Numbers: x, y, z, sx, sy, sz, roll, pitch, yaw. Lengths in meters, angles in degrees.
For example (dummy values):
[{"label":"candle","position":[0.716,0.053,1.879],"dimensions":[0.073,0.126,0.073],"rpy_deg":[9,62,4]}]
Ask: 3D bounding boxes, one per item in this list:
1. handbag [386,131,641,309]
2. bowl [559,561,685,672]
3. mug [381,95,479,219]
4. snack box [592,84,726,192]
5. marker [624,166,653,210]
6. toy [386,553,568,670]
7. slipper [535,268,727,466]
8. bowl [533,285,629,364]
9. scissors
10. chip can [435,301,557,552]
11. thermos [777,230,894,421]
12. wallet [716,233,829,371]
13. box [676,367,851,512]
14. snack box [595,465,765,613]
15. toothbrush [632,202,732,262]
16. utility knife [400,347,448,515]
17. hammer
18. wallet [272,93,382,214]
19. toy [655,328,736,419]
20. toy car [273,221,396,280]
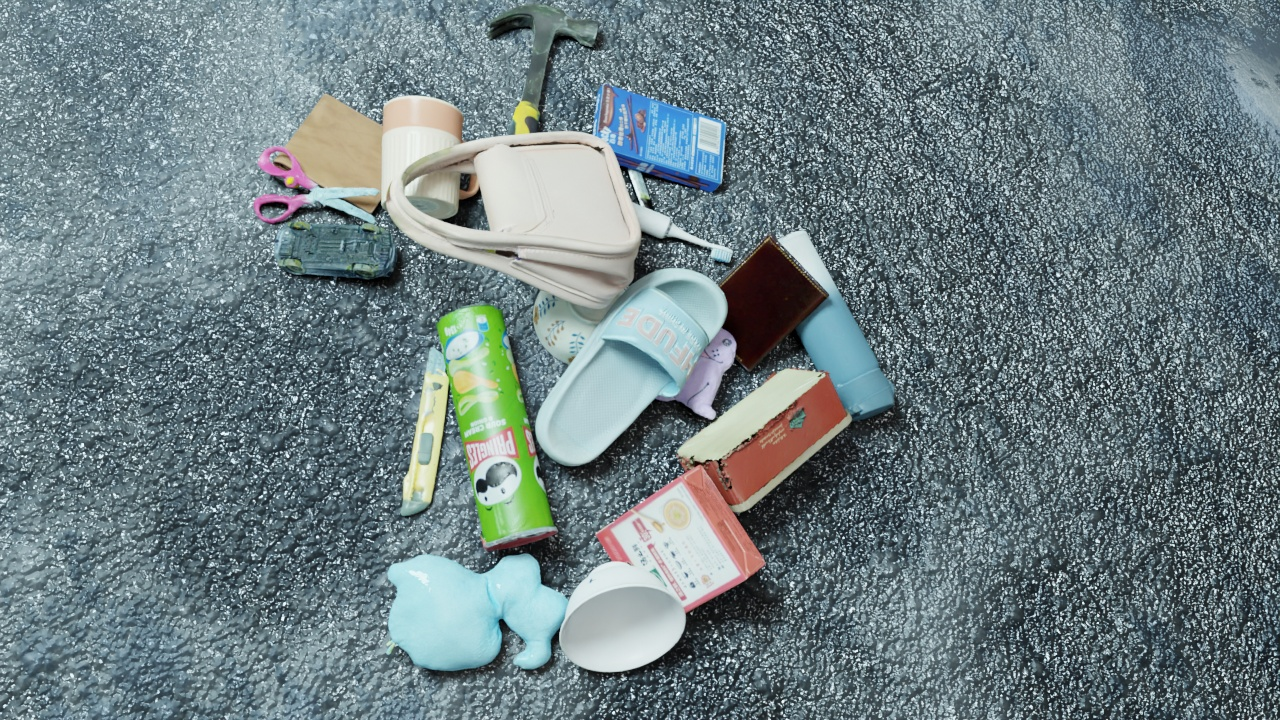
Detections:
[{"label":"handbag","position":[-0.126,-0.148,0.892],"dimensions":[0.233,0.094,0.193],"rpy_deg":[3,45,-25]},{"label":"bowl","position":[-0.022,0.230,0.867],"dimensions":[0.118,0.118,0.064],"rpy_deg":[0,35,-14]},{"label":"mug","position":[-0.218,-0.207,0.970],"dimensions":[0.114,0.082,0.105],"rpy_deg":[11,76,-47]},{"label":"snack box","position":[0.022,-0.256,1.058],"dimensions":[0.157,0.026,0.084],"rpy_deg":[13,69,-19]},{"label":"marker","position":[-0.010,-0.223,1.059],"dimensions":[0.018,0.015,0.124],"rpy_deg":[-16,79,-17]},{"label":"toy","position":[-0.157,0.234,0.849],"dimensions":[0.156,0.050,0.161],"rpy_deg":[-38,92,-22]},{"label":"slipper","position":[-0.005,0.005,0.912],"dimensions":[0.245,0.074,0.104],"rpy_deg":[-48,113,-12]},{"label":"bowl","position":[-0.053,-0.054,0.966],"dimensions":[0.113,0.062,0.113],"rpy_deg":[4,72,-13]},{"label":"scissors","position":[-0.337,-0.163,0.946],"dimensions":[0.137,0.017,0.096],"rpy_deg":[26,93,-3]},{"label":"chip can","position":[-0.144,0.063,0.898],"dimensions":[0.072,0.072,0.236],"rpy_deg":[-11,74,-17]},{"label":"thermos","position":[0.208,-0.036,1.021],"dimensions":[0.070,0.070,0.220],"rpy_deg":[-23,79,-20]},{"label":"wallet","position":[0.129,-0.063,1.000],"dimensions":[0.122,0.020,0.096],"rpy_deg":[-45,80,15]},{"label":"box","position":[0.122,0.071,0.941],"dimensions":[0.168,0.091,0.079],"rpy_deg":[-35,108,-22]},{"label":"snack box","position":[0.037,0.182,0.893],"dimensions":[0.113,0.127,0.044],"rpy_deg":[57,33,8]},{"label":"toothbrush","position":[0.002,-0.159,1.033],"dimensions":[0.221,0.027,0.026],"rpy_deg":[21,81,-6]},{"label":"utility knife","position":[-0.213,0.070,0.914],"dimensions":[0.031,0.019,0.172],"rpy_deg":[10,65,-16]},{"label":"hammer","position":[-0.133,-0.266,1.035],"dimensions":[0.126,0.032,0.322],"rpy_deg":[12,70,-9]},{"label":"wallet","position":[-0.315,-0.220,0.983],"dimensions":[0.115,0.020,0.101],"rpy_deg":[29,67,-6]},{"label":"toy","position":[0.061,0.008,0.983],"dimensions":[0.084,0.039,0.107],"rpy_deg":[18,66,21]},{"label":"toy car","position":[-0.311,-0.111,0.938],"dimensions":[0.120,0.037,0.054],"rpy_deg":[4,71,-2]}]
